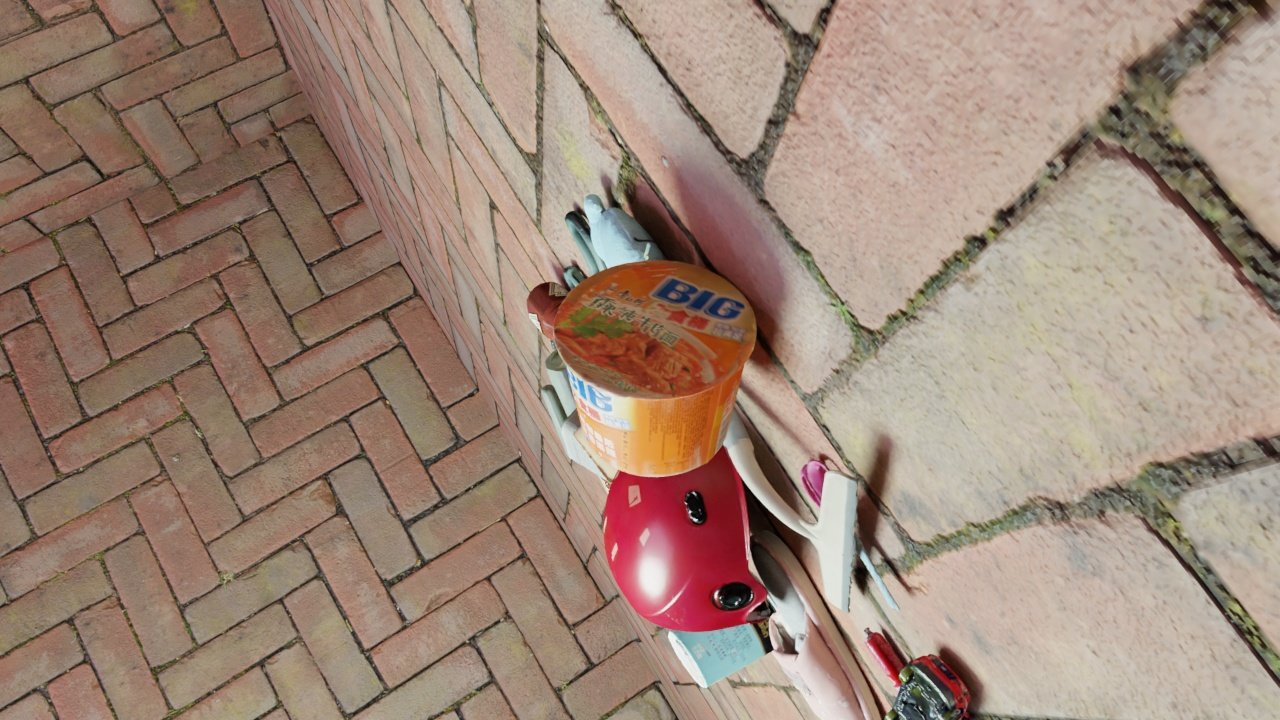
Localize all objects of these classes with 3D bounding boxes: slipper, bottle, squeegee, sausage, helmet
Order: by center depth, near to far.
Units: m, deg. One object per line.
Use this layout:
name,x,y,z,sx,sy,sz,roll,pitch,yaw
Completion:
squeegee,0.093,0.076,0.775,0.246,0.039,0.247,56,169,35
sausage,0.241,0.299,0.793,0.156,0.020,0.020,56,165,11
helmet,0.033,0.170,0.917,0.240,0.144,0.206,80,172,-50
slipper,0.174,0.303,0.955,0.274,0.054,0.114,64,165,-9
bottle,-0.089,-0.044,1.110,0.060,0.059,0.206,67,170,-26

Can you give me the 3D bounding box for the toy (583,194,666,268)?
toy,-0.008,-0.090,0.813,0.161,0.050,0.156,59,176,10

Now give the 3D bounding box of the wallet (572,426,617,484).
wallet,-0.010,0.079,1.030,0.087,0.115,0.024,51,-171,16

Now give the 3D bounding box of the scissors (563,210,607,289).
scissors,-0.058,-0.098,1.027,0.173,0.019,0.170,42,156,54

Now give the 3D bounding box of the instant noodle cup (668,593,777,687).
instant noodle cup,0.102,0.329,1.112,0.111,0.120,0.111,54,164,22

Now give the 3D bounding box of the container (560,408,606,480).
container,-0.020,0.099,1.099,0.114,0.090,0.090,32,156,25

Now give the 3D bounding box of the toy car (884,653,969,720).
toy car,0.231,0.278,0.733,0.053,0.045,0.121,46,152,37

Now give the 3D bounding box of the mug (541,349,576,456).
mug,-0.078,0.045,1.178,0.084,0.123,0.103,-2,122,31

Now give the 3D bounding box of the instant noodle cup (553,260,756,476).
instant noodle cup,0.011,0.011,0.713,0.151,0.151,0.112,49,153,38

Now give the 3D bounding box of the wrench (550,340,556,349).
wrench,-0.068,0.004,1.064,0.273,0.056,0.016,-121,14,-71

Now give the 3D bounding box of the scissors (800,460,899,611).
scissors,0.168,0.137,0.721,0.135,0.017,0.063,60,163,17

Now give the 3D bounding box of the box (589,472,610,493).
box,-0.048,0.126,1.255,0.091,0.079,0.168,65,173,-14
